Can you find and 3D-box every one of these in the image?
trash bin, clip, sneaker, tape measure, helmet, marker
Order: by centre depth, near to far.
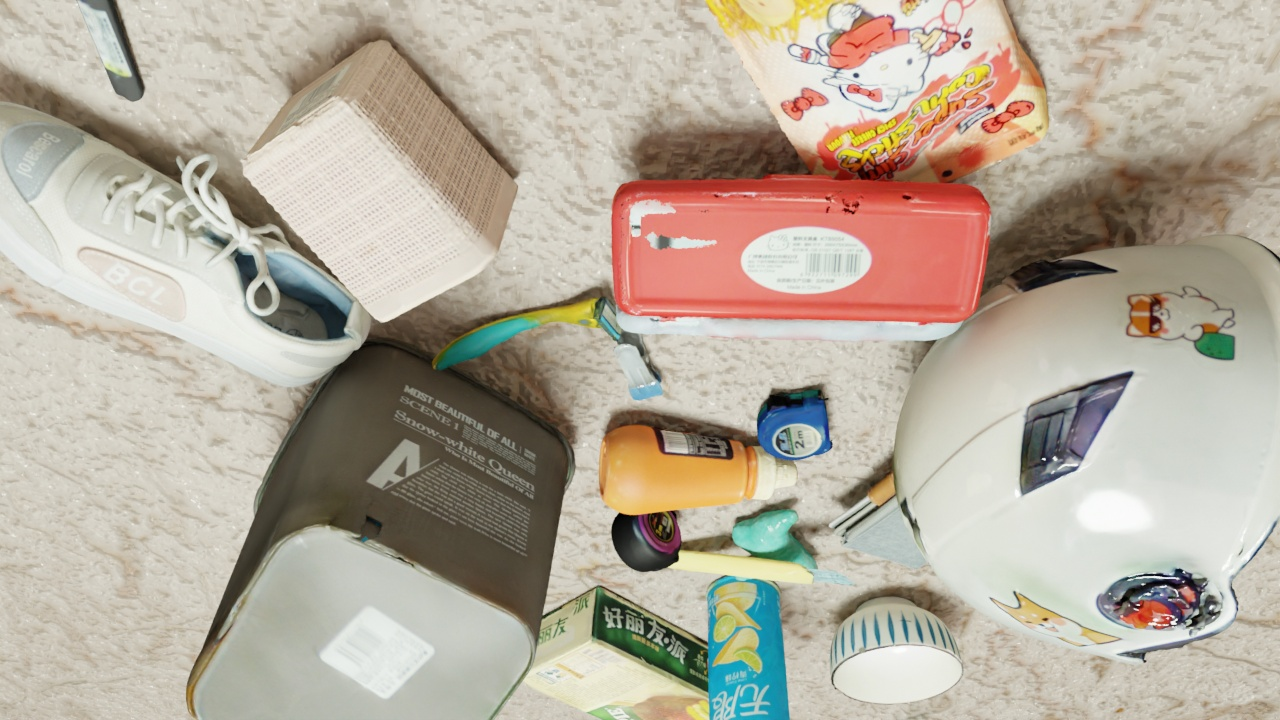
[{"bbox_3d":[-0.280,-0.188,0.469,0.018,0.015,0.124,5,138,-1],"label":"marker"},{"bbox_3d":[-0.266,-0.066,0.531,0.091,0.089,0.242,-19,136,41],"label":"sneaker"},{"bbox_3d":[0.234,0.047,0.534,0.157,0.229,0.274,7,147,6],"label":"helmet"},{"bbox_3d":[-0.156,0.128,0.585,0.199,0.219,0.199,31,104,-15],"label":"trash bin"},{"bbox_3d":[-0.003,0.003,0.639,0.026,0.037,0.058,-11,136,16],"label":"clip"},{"bbox_3d":[0.112,0.047,0.669,0.054,0.025,0.058,-7,130,12],"label":"tape measure"},{"bbox_3d":[0.004,0.143,0.748,0.058,0.057,0.039,29,131,-34],"label":"tape measure"}]

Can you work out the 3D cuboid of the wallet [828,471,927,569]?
[{"bbox_3d":[0.224,0.109,0.716,0.106,0.037,0.130,20,129,-27],"label":"wallet"}]

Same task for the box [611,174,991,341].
[{"bbox_3d":[0.085,-0.065,0.528,0.201,0.100,0.094,1,113,4],"label":"box"}]

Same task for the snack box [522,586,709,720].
[{"bbox_3d":[0.006,0.317,0.914,0.240,0.063,0.115,35,127,-27],"label":"snack box"}]

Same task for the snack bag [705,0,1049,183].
[{"bbox_3d":[0.114,-0.156,0.452,0.129,0.073,0.208,-25,135,25],"label":"snack bag"}]

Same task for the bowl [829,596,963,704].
[{"bbox_3d":[0.230,0.261,0.844,0.116,0.066,0.117,1,135,1],"label":"bowl"}]

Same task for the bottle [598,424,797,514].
[{"bbox_3d":[0.045,0.083,0.687,0.149,0.066,0.067,2,135,-10],"label":"bottle"}]

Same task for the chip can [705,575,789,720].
[{"bbox_3d":[0.092,0.289,0.779,0.071,0.209,0.071,2,134,2],"label":"chip can"}]

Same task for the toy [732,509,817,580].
[{"bbox_3d":[0.111,0.163,0.781,0.097,0.030,0.092,-23,127,31],"label":"toy"}]

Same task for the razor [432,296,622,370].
[{"bbox_3d":[-0.079,-0.017,0.614,0.133,0.028,0.043,-15,159,12],"label":"razor"}]

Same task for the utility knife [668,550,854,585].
[{"bbox_3d":[0.088,0.175,0.767,0.183,0.019,0.031,3,140,35],"label":"utility knife"}]

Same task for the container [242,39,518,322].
[{"bbox_3d":[-0.140,-0.098,0.498,0.090,0.089,0.111,-23,126,24],"label":"container"}]
